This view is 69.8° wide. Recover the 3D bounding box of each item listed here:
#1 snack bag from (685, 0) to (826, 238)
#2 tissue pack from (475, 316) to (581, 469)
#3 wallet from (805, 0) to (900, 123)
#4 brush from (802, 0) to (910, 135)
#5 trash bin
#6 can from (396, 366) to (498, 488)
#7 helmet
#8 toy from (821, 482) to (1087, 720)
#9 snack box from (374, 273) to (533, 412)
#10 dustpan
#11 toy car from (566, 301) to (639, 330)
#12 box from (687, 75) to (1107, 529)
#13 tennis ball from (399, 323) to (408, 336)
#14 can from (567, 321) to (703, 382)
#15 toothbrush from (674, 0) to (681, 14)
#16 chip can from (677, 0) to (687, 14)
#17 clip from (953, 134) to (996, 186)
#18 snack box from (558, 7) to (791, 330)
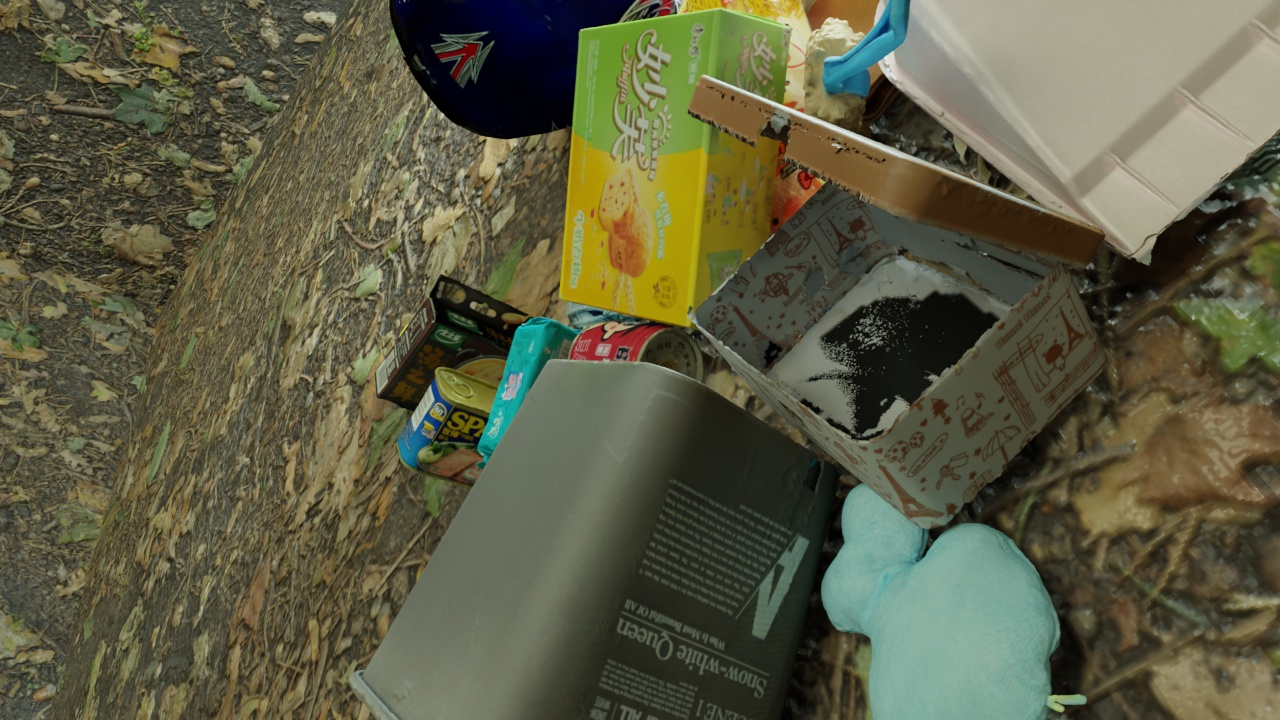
[{"bbox_3d":[0.086,-0.186,0.679,0.129,0.073,0.207,-24,67,43],"label":"snack bag"},{"bbox_3d":[-0.071,0.038,0.737,0.050,0.093,0.133,2,70,50],"label":"tissue pack"},{"bbox_3d":[0.165,-0.240,0.650,0.108,0.031,0.131,-49,37,23],"label":"wallet"},{"bbox_3d":[0.118,-0.163,0.500,0.254,0.046,0.083,-63,-24,-83],"label":"brush"},{"bbox_3d":[-0.012,0.130,0.518,0.199,0.199,0.219,3,66,57],"label":"trash bin"},{"bbox_3d":[-0.157,0.065,0.832,0.083,0.102,0.057,-56,34,17],"label":"can"},{"bbox_3d":[-0.086,-0.364,0.901,0.241,0.247,0.314,-26,23,25],"label":"helmet"},{"bbox_3d":[0.140,0.119,0.436,0.156,0.050,0.161,-7,56,60],"label":"toy"},{"bbox_3d":[-0.176,-0.002,0.887,0.126,0.113,0.053,-49,37,22],"label":"snack box"},{"bbox_3d":[0.251,-0.200,0.490,0.223,0.138,0.273,-41,68,13],"label":"dustpan"},{"bbox_3d":[-0.029,-0.051,0.791,0.091,0.034,0.042,-12,57,48],"label":"toy car"},{"bbox_3d":[0.105,-0.054,0.451,0.155,0.187,0.183,-46,34,-1],"label":"box"},{"bbox_3d":[-0.236,-0.017,1.022,0.066,0.065,0.065,-32,45,39],"label":"tennis ball"},{"bbox_3d":[-0.004,0.004,0.690,0.094,0.066,0.066,6,74,55],"label":"can"},{"bbox_3d":[0.043,-0.314,0.881,0.017,0.014,0.188,-31,45,30],"label":"toothbrush"},{"bbox_3d":[0.073,-0.310,0.787,0.073,0.073,0.216,5,74,55],"label":"chip can"},{"bbox_3d":[0.211,-0.148,0.530,0.071,0.034,0.099,-12,51,51],"label":"clip"},{"bbox_3d":[0.018,-0.135,0.663,0.158,0.069,0.210,16,104,49],"label":"snack box"}]
